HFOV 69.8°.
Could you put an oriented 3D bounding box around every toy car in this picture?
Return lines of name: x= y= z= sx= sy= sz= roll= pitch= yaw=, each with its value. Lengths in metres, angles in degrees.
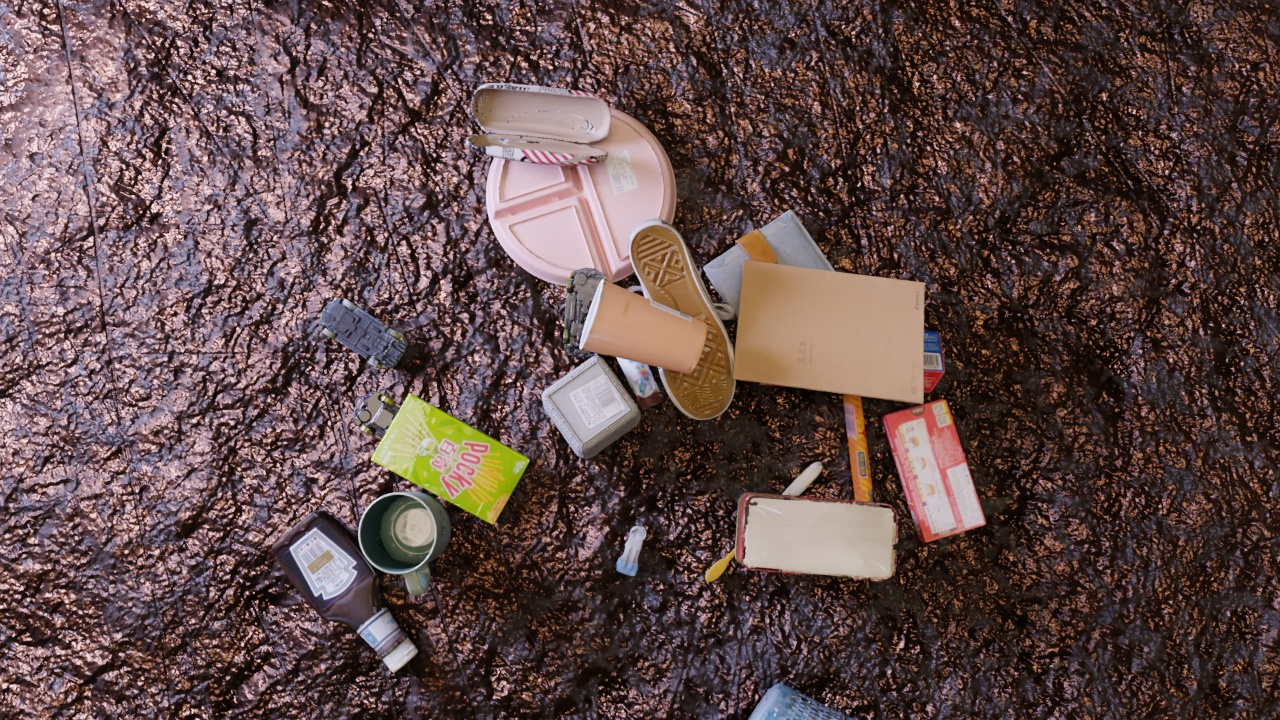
toy car: x=-0.277 y=0.076 z=1.050 sx=0.106 sy=0.031 sz=0.049 roll=32 pitch=82 yaw=-9
toy car: x=-0.064 y=-0.056 z=1.070 sx=0.048 sy=0.032 sz=0.105 roll=4 pitch=96 yaw=-1
toy car: x=-0.321 y=-0.031 z=1.063 sx=0.105 sy=0.031 sz=0.049 roll=33 pitch=82 yaw=1

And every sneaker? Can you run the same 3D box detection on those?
sneaker: x=0.047 y=-0.051 z=1.052 sx=0.118 sy=0.087 sz=0.241 roll=-18 pitch=106 yaw=8

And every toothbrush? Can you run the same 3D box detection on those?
toothbrush: x=0.143 y=0.186 z=1.061 sx=0.191 sy=0.018 sz=0.016 roll=-44 pitch=88 yaw=-8

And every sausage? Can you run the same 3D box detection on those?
sausage: x=0.254 y=0.109 z=1.069 sx=0.021 sy=0.021 sz=0.165 roll=-5 pitch=84 yaw=-3

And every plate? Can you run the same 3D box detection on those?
plate: x=-0.071 y=-0.201 z=1.094 sx=0.229 sy=0.028 sz=0.229 roll=0 pitch=82 yaw=-2

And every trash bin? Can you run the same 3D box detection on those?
trash bin: x=0.183 y=0.449 z=0.944 sx=0.195 sy=0.226 sz=0.226 roll=33 pitch=83 yaw=15

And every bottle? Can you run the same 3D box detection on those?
bottle: x=-0.322 y=0.261 z=1.023 sx=0.080 sy=0.044 sz=0.195 roll=-40 pitch=87 yaw=-6

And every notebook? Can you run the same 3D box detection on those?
notebook: x=0.214 y=-0.033 z=1.032 sx=0.211 sy=0.012 sz=0.149 roll=8 pitch=67 yaw=1

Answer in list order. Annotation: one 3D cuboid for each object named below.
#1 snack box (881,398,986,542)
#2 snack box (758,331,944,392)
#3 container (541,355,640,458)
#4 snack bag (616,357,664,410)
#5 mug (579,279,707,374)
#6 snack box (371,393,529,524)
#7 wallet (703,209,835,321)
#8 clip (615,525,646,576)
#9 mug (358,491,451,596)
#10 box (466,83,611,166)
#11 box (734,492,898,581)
snack box: x=0.340 y=0.127 z=1.067 sx=0.075 sy=0.025 sz=0.153 roll=-16 pitch=84 yaw=-3
snack box: x=0.238 y=-0.003 z=1.057 sx=0.207 sy=0.058 sz=0.057 roll=2 pitch=62 yaw=-2
container: x=-0.055 y=0.051 z=1.020 sx=0.090 sy=0.114 sz=0.090 roll=-36 pitch=85 yaw=-5
snack bag: x=-0.006 y=0.006 z=1.068 sx=0.026 sy=0.045 sz=0.105 roll=-28 pitch=82 yaw=38
mug: x=0.005 y=-0.031 z=0.978 sx=0.122 sy=0.078 sz=0.078 roll=17 pitch=83 yaw=-8
snack box: x=-0.212 y=0.111 z=1.034 sx=0.156 sy=0.026 sz=0.085 roll=31 pitch=84 yaw=-13
wallet: x=0.153 y=-0.105 z=1.085 sx=0.129 sy=0.037 sz=0.106 roll=-33 pitch=86 yaw=-5
clip: x=-0.009 y=0.217 z=1.051 sx=0.025 sy=0.036 sz=0.058 roll=18 pitch=87 yaw=2
mug: x=-0.249 y=0.199 z=1.000 sx=0.082 sy=0.106 sz=0.111 roll=-15 pitch=83 yaw=-5
box: x=-0.116 y=-0.271 z=1.049 sx=0.162 sy=0.075 sz=0.087 roll=5 pitch=110 yaw=2
box: x=0.193 y=0.195 z=1.008 sx=0.168 sy=0.078 sz=0.091 roll=4 pitch=84 yaw=1
